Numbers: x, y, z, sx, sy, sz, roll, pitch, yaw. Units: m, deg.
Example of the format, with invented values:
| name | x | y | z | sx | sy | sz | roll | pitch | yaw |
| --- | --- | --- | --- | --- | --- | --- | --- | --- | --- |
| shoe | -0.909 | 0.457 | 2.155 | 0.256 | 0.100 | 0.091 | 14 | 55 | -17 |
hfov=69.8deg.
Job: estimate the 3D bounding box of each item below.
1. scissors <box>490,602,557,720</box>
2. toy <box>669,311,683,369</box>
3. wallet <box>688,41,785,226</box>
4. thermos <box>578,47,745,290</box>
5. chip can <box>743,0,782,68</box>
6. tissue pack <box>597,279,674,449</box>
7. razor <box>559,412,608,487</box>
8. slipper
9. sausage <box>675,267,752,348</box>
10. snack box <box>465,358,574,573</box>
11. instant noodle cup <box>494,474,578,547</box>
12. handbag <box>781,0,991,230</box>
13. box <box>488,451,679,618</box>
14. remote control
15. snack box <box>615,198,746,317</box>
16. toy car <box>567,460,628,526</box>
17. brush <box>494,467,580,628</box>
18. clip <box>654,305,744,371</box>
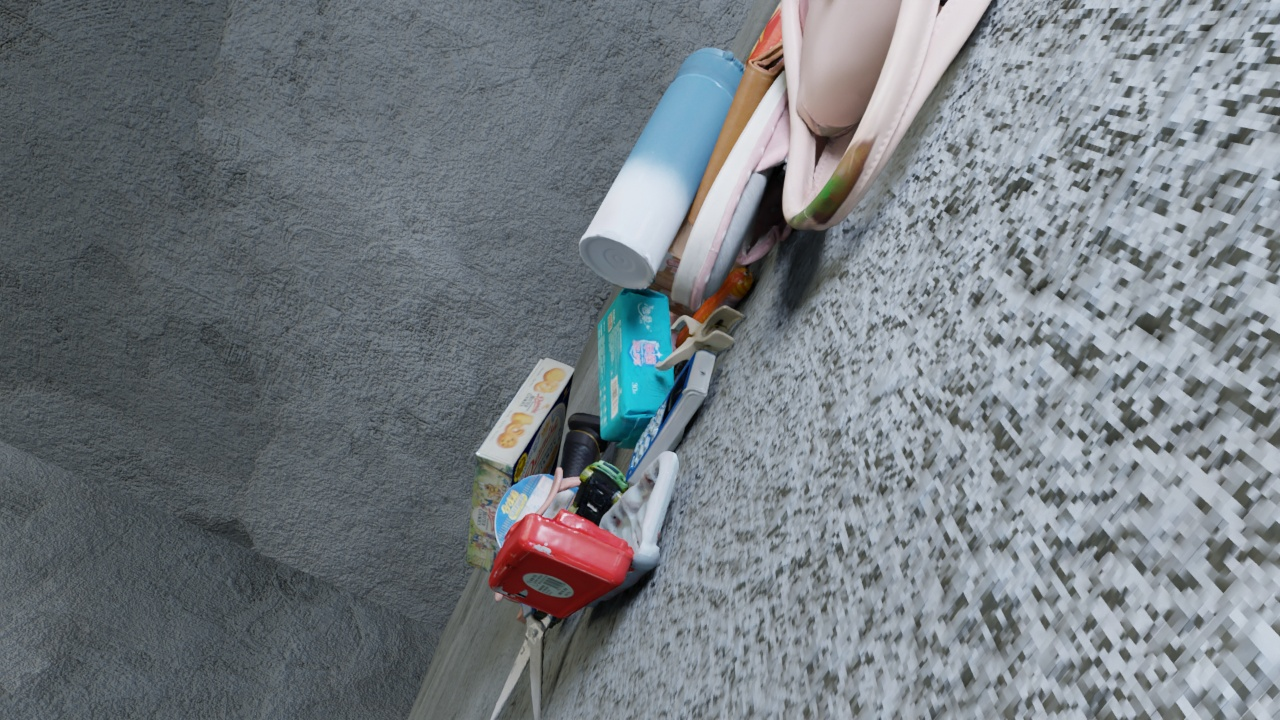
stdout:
| name | x | y | z | sx | sy | sz | roll | pitch | yaw |
| --- | --- | --- | --- | --- | --- | --- | --- | --- | --- |
| scissors | -0.081 | 0.214 | 0.769 | 0.163 | 0.012 | 0.162 | -36 | 50 | 4 |
| toy | 0.012 | -0.016 | 0.913 | 0.121 | 0.054 | 0.159 | 176 | 115 | -75 |
| wallet | 0.084 | -0.178 | 0.721 | 0.118 | 0.035 | 0.131 | -58 | -9 | -56 |
| thermos | 0.024 | -0.160 | 0.738 | 0.220 | 0.070 | 0.070 | -64 | 5 | -25 |
| chip can | 0.108 | -0.227 | 0.818 | 0.217 | 0.073 | 0.073 | -59 | 8 | 21 |
| tissue pack | -0.005 | 0.005 | 0.805 | 0.093 | 0.050 | 0.133 | 131 | 139 | -66 |
| razor | -0.078 | 0.145 | 1.100 | 0.067 | 0.062 | 0.167 | 61 | -139 | -59 |
| slipper | 0.090 | -0.123 | 0.634 | 0.273 | 0.054 | 0.114 | -57 | -11 | -47 |
| sausage | 0.059 | -0.038 | 0.766 | 0.021 | 0.021 | 0.165 | -67 | 7 | -25 |
| snack box | -0.137 | 0.120 | 1.049 | 0.177 | 0.046 | 0.183 | -62 | -11 | -51 |
| instant noodle cup | -0.099 | 0.172 | 0.965 | 0.110 | 0.099 | 0.099 | 108 | -174 | -79 |
| handbag | 0.130 | -0.178 | 0.507 | 0.194 | 0.093 | 0.233 | 133 | 154 | -73 |
| box | -0.046 | 0.122 | 0.660 | 0.201 | 0.095 | 0.100 | 125 | 166 | -63 |
| remote control | 0.023 | 0.048 | 0.709 | 0.048 | 0.024 | 0.125 | -72 | 8 | -48 |
| snack box | 0.042 | -0.096 | 0.807 | 0.076 | 0.093 | 0.095 | -67 | 6 | -24 |
| toy car | -0.035 | 0.122 | 0.803 | 0.036 | 0.043 | 0.091 | -41 | -19 | -39 |
| brush | -0.078 | 0.170 | 0.853 | 0.145 | 0.073 | 0.063 | -66 | 5 | -31 |
| clip | 0.043 | -0.003 | 0.718 | 0.086 | 0.035 | 0.104 | -61 | 14 | -3 |
